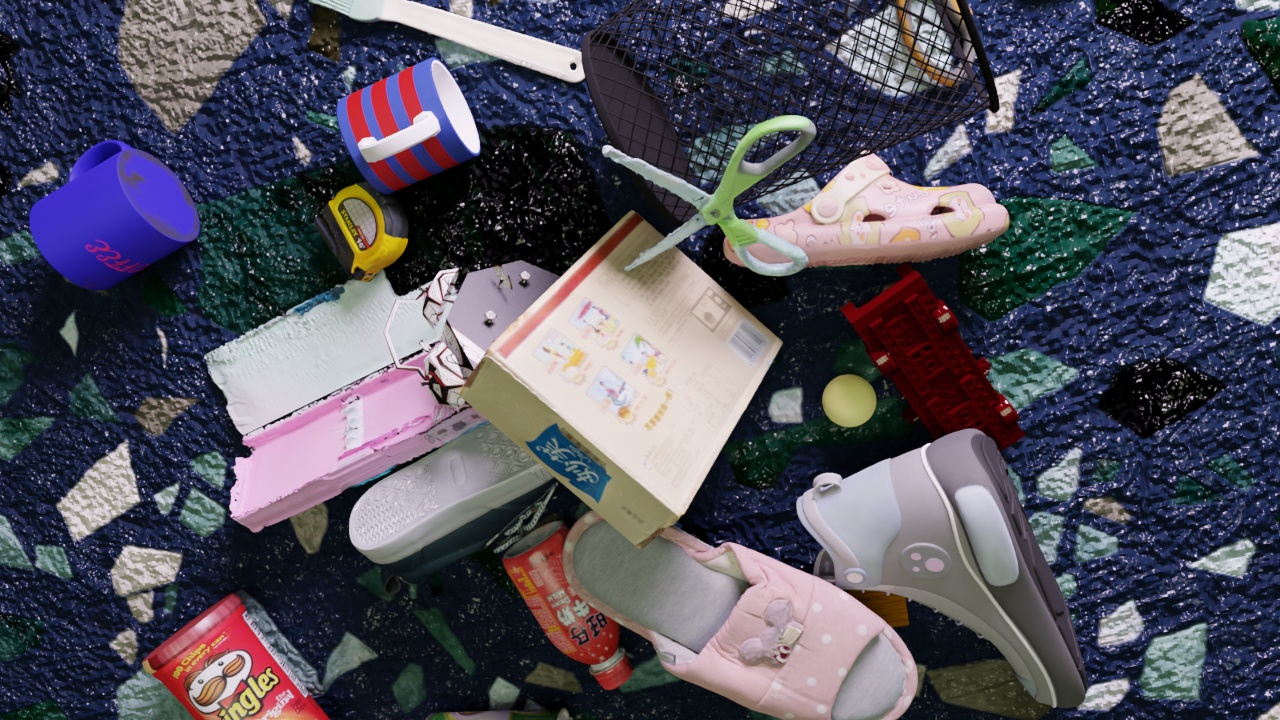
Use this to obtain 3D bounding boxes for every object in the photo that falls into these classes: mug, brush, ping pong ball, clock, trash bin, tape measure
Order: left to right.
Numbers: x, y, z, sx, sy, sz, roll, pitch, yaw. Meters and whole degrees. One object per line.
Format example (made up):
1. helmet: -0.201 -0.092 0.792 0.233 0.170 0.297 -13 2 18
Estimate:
1. mug: -0.408 -0.121 0.711 0.083 0.079 0.111 -26 69 10
2. tape measure: -0.210 -0.102 0.708 0.064 0.037 0.065 -41 81 17
3. mug: -0.168 -0.163 0.655 0.076 0.111 0.075 -21 113 9
4. brush: -0.142 -0.250 0.687 0.217 0.012 0.033 18 102 1
5. clock: -0.104 -0.020 0.660 0.154 0.114 0.065 3 147 -20
6. trash bin: 0.088 -0.194 0.586 0.210 0.183 0.184 -24 98 21
7. ping pong ball: 0.158 0.030 0.695 0.040 0.040 0.040 1 101 5
8. brush: 0.190 0.194 0.736 0.048 0.017 0.126 -10 100 8

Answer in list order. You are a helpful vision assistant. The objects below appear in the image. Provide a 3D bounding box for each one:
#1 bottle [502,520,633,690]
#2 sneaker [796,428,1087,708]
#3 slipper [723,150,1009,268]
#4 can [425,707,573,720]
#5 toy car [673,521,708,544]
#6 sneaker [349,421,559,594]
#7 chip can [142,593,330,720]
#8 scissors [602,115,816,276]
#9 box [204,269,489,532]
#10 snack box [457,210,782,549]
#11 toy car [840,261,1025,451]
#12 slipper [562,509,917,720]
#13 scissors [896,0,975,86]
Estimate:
1. bottle: -0.052 0.201 0.740 0.062 0.062 0.137 -30 98 10
2. sneaker: 0.223 0.173 0.687 0.161 0.092 0.257 -19 117 23
3. slipper: 0.155 -0.108 0.647 0.197 0.093 0.081 -5 92 8
4. can: -0.118 0.328 0.768 0.121 0.067 0.067 -4 100 7
5. toy car: 0.055 0.189 0.727 0.153 0.056 0.055 45 120 2
6. sneaker: -0.111 0.099 0.714 0.235 0.089 0.087 -31 132 -3
7. chip can: -0.315 0.307 0.775 0.087 0.087 0.213 -34 97 11
8. scissors: 0.047 -0.094 0.574 0.172 0.021 0.172 19 146 -34
9. box: -0.231 0.024 0.733 0.231 0.062 0.160 -25 69 10
10. snack box: -0.004 0.004 0.625 0.153 0.206 0.055 41 132 -3
11. toy car: 0.210 0.005 0.670 0.070 0.061 0.170 -36 118 12
12. slipper: 0.068 0.189 0.662 0.274 0.054 0.114 24 99 6
13. scissors: 0.207 -0.311 0.636 0.175 0.016 0.225 -27 97 10
